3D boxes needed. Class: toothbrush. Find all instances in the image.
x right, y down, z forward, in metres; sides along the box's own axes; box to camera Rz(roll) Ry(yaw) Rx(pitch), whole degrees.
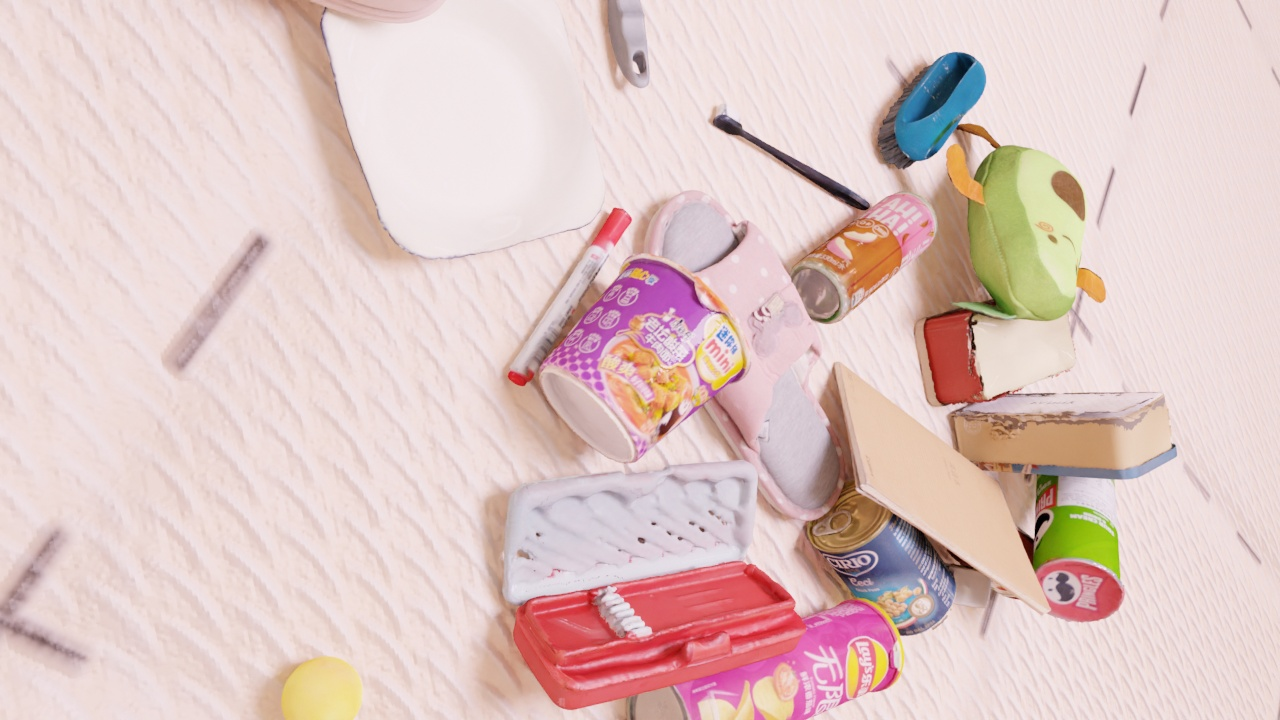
[{"bbox_3d":[0.128,-0.162,0.748,0.181,0.016,0.018,22,64,-33],"label":"toothbrush"}]

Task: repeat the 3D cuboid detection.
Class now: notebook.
[{"bbox_3d":[0.241,0.100,0.745,0.211,0.012,0.149,34,31,-20],"label":"notebook"}]

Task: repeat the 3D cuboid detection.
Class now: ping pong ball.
[{"bbox_3d":[-0.166,0.175,0.478,0.040,0.040,0.040,4,83,-37],"label":"ping pong ball"}]

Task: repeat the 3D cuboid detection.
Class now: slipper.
[{"bbox_3d":[0.089,0.001,0.679,0.113,0.055,0.274,-37,108,-33],"label":"slipper"}]

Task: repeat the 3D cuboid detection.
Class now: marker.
[{"bbox_3d":[-0.045,-0.044,0.605,0.017,0.017,0.145,43,63,-26],"label":"marker"}]

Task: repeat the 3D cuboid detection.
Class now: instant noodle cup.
[{"bbox_3d":[-0.003,0.003,0.583,0.099,0.112,0.111,-43,111,-22],"label":"instant noodle cup"}]

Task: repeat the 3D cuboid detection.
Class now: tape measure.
[{"bbox_3d":[0.266,0.190,0.789,0.065,0.066,0.033,14,82,-35],"label":"tape measure"}]

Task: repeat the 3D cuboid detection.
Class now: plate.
[{"bbox_3d":[-0.105,-0.147,0.558,0.163,0.034,0.164,-19,97,-37],"label":"plate"}]

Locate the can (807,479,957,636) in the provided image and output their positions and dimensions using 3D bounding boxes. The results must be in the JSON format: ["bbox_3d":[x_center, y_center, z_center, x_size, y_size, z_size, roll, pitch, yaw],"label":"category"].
[{"bbox_3d":[0.194,0.157,0.731,0.111,0.075,0.075,51,59,-22],"label":"can"}]

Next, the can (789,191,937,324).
[{"bbox_3d":[0.185,-0.087,0.758,0.147,0.058,0.058,-36,107,-34],"label":"can"}]

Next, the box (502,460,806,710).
[{"bbox_3d":[0.015,0.133,0.589,0.201,0.119,0.098,0,118,-36],"label":"box"}]

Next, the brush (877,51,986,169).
[{"bbox_3d":[0.271,-0.232,0.827,0.055,0.074,0.143,48,60,-15],"label":"brush"}]

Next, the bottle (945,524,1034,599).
[{"bbox_3d":[0.294,0.152,0.819,0.206,0.060,0.059,34,66,-30],"label":"bottle"}]

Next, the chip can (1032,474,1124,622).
[{"bbox_3d":[0.401,0.130,0.846,0.072,0.072,0.235,57,36,-18],"label":"chip can"}]

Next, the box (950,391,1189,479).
[{"bbox_3d":[0.374,0.064,0.810,0.089,0.185,0.060,-14,98,-32],"label":"box"}]

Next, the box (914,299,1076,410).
[{"bbox_3d":[0.343,-0.013,0.860,0.168,0.076,0.091,-14,93,-37],"label":"box"}]

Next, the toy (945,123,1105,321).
[{"bbox_3d":[0.350,-0.124,0.832,0.227,0.090,0.246,32,49,-16],"label":"toy"}]

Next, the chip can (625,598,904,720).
[{"bbox_3d":[0.093,0.227,0.651,0.210,0.072,0.071,-5,89,-37],"label":"chip can"}]

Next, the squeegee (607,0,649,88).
[{"bbox_3d":[-0.018,-0.314,0.638,0.247,0.040,0.249,-9,97,-22],"label":"squeegee"}]

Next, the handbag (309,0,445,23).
[{"bbox_3d":[-0.172,-0.310,0.484,0.193,0.094,0.233,16,64,-20],"label":"handbag"}]
